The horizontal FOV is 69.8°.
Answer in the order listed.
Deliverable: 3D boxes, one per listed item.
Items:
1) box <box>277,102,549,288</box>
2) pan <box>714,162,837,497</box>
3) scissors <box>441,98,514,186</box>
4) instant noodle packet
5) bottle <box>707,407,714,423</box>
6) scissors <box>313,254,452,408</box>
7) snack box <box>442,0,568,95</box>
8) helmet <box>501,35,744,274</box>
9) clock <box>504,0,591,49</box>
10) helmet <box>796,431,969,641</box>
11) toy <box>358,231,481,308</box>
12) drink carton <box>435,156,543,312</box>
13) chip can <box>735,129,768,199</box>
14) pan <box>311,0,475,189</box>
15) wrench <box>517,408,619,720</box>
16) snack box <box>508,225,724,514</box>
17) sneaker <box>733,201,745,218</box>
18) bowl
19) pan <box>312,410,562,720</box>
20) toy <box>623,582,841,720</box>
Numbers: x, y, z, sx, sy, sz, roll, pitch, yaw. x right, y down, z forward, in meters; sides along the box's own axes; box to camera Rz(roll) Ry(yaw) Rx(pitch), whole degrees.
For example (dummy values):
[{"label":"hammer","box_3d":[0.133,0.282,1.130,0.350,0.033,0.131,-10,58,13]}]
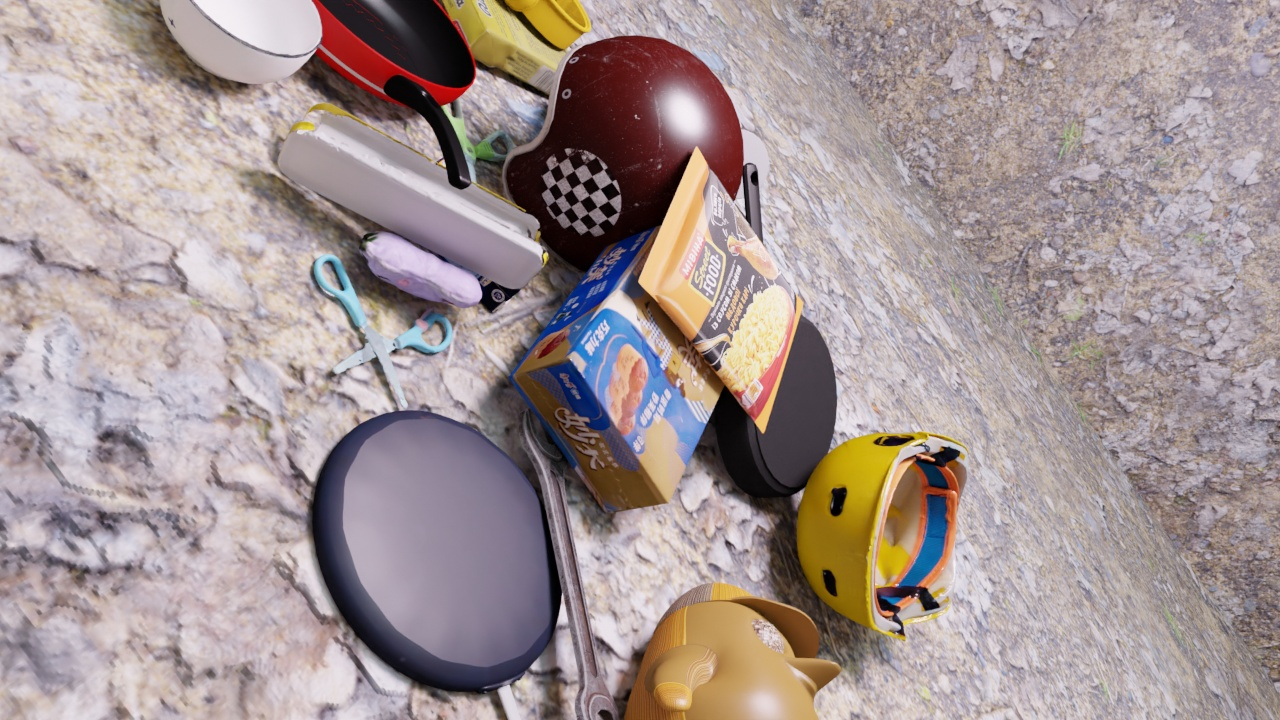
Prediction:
[{"label":"box","box_3d":[-0.168,-0.135,0.720,0.209,0.080,0.080,27,53,-21]},{"label":"pan","box_3d":[0.142,-0.029,0.968,0.203,0.044,0.356,-15,103,-50]},{"label":"scissors","box_3d":[-0.174,-0.206,0.888,0.139,0.028,0.170,49,26,-15]},{"label":"instant noodle packet","box_3d":[0.083,-0.060,0.839,0.221,0.032,0.159,48,51,-36]},{"label":"bottle","box_3d":[0.032,-0.012,0.954,0.174,0.046,0.083,35,35,-32]},{"label":"scissors","box_3d":[-0.194,-0.029,0.679,0.135,0.015,0.134,51,24,-3]},{"label":"snack box","box_3d":[-0.148,-0.375,1.063,0.180,0.045,0.121,10,49,-55]},{"label":"helmet","box_3d":[-0.020,-0.207,0.932,0.232,0.254,0.234,-32,96,-51]},{"label":"clock","box_3d":[-0.118,-0.427,1.068,0.152,0.052,0.113,31,33,-47]},{"label":"helmet","box_3d":[0.230,0.169,0.950,0.239,0.140,0.209,1,95,-49]},{"label":"toy","box_3d":[-0.172,-0.070,0.717,0.099,0.036,0.080,26,6,-20]},{"label":"drink carton","box_3d":[-0.148,-0.110,0.798,0.130,0.040,0.064,48,31,-13]},{"label":"chip can","box_3d":[0.076,-0.234,1.102,0.075,0.075,0.215,44,-3,-19]},{"label":"pan","box_3d":[-0.215,-0.257,0.790,0.208,0.067,0.355,18,40,-49]},{"label":"wrench","box_3d":[-0.053,0.146,0.668,0.070,0.010,0.273,48,19,-48]},{"label":"snack box","box_3d":[-0.005,0.005,0.792,0.155,0.069,0.202,58,39,-24]},{"label":"sneaker","box_3d":[0.122,-0.045,1.088,0.294,0.116,0.111,54,7,-41]},{"label":"bowl","box_3d":[-0.305,-0.254,0.689,0.113,0.063,0.113,31,40,-31]},{"label":"pan","box_3d":[-0.095,0.189,0.595,0.198,0.021,0.356,2,59,-55]},{"label":"toy","box_3d":[0.066,0.244,0.649,0.199,0.163,0.203,61,15,-23]}]
